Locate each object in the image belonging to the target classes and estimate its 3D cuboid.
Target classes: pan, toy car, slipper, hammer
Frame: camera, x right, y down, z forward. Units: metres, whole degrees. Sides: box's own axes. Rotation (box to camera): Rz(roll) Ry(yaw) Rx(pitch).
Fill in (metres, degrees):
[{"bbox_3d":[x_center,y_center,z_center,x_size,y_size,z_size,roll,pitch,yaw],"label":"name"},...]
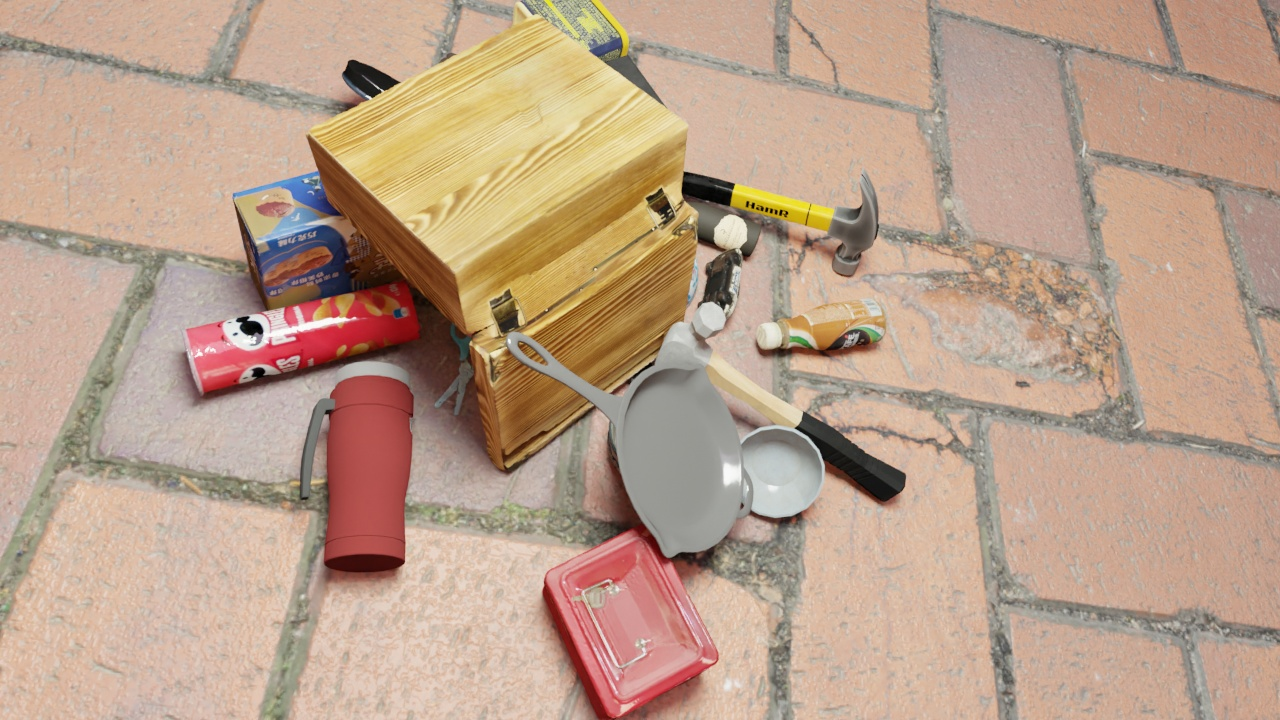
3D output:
[{"bbox_3d":[-0.004,0.069,0.906,0.354,0.024,0.216,36,52,-35],"label":"pan"},{"bbox_3d":[0.105,-0.093,1.156,0.040,0.049,0.112,36,53,-33],"label":"toy car"},{"bbox_3d":[-0.259,-0.261,1.135,0.265,0.084,0.108,32,19,-11],"label":"slipper"},{"bbox_3d":[0.164,0.063,1.052,0.328,0.131,0.039,33,45,-10],"label":"hammer"},{"bbox_3d":[0.150,-0.210,1.190,0.324,0.170,0.034,16,59,8],"label":"hammer"}]

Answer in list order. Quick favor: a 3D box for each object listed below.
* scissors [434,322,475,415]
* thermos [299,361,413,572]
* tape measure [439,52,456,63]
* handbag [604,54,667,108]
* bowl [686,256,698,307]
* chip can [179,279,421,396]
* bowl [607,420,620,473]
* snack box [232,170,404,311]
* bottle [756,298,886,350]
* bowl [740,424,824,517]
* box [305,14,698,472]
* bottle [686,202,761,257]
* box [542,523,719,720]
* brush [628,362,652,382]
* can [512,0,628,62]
[{"bbox_3d":[-0.182,0.008,1.046,0.095,0.015,0.142,11,66,-9],"label":"scissors"},{"bbox_3d":[-0.283,0.104,0.917,0.108,0.084,0.198,11,60,-31],"label":"thermos"},{"bbox_3d":[-0.241,-0.374,1.219,0.058,0.038,0.058,20,45,-5],"label":"tape measure"},{"bbox_3d":[-0.076,-0.302,1.189,0.195,0.072,0.175,-17,47,-10],"label":"handbag"},{"bbox_3d":[0.011,-0.127,1.131,0.144,0.074,0.143,6,61,-12],"label":"bowl"},{"bbox_3d":[-0.357,-0.027,0.980,0.232,0.073,0.073,-16,68,-23],"label":"chip can"},{"bbox_3d":[0.015,0.092,1.023,0.115,0.059,0.115,6,61,-12],"label":"bowl"},{"bbox_3d":[-0.321,-0.139,0.999,0.202,0.155,0.069,-22,72,-25],"label":"snack box"},{"bbox_3d":[0.226,-0.040,1.151,0.167,0.059,0.059,-8,65,-19],"label":"bottle"},{"bbox_3d":[0.153,0.120,1.037,0.106,0.039,0.106,2,101,9],"label":"bowl"},{"bbox_3d":[-0.114,-0.104,0.956,0.278,0.337,0.286,-36,62,-26],"label":"box"},{"bbox_3d":[0.064,-0.187,1.194,0.184,0.045,0.045,20,59,-4],"label":"bottle"},{"bbox_3d":[-0.013,0.261,0.914,0.129,0.098,0.157,-21,73,-19],"label":"box"},{"bbox_3d":[-0.006,0.006,1.090,0.038,0.012,0.151,-32,76,-28],"label":"brush"},{"bbox_3d":[-0.100,-0.451,1.276,0.104,0.075,0.135,-31,74,-24],"label":"can"}]
